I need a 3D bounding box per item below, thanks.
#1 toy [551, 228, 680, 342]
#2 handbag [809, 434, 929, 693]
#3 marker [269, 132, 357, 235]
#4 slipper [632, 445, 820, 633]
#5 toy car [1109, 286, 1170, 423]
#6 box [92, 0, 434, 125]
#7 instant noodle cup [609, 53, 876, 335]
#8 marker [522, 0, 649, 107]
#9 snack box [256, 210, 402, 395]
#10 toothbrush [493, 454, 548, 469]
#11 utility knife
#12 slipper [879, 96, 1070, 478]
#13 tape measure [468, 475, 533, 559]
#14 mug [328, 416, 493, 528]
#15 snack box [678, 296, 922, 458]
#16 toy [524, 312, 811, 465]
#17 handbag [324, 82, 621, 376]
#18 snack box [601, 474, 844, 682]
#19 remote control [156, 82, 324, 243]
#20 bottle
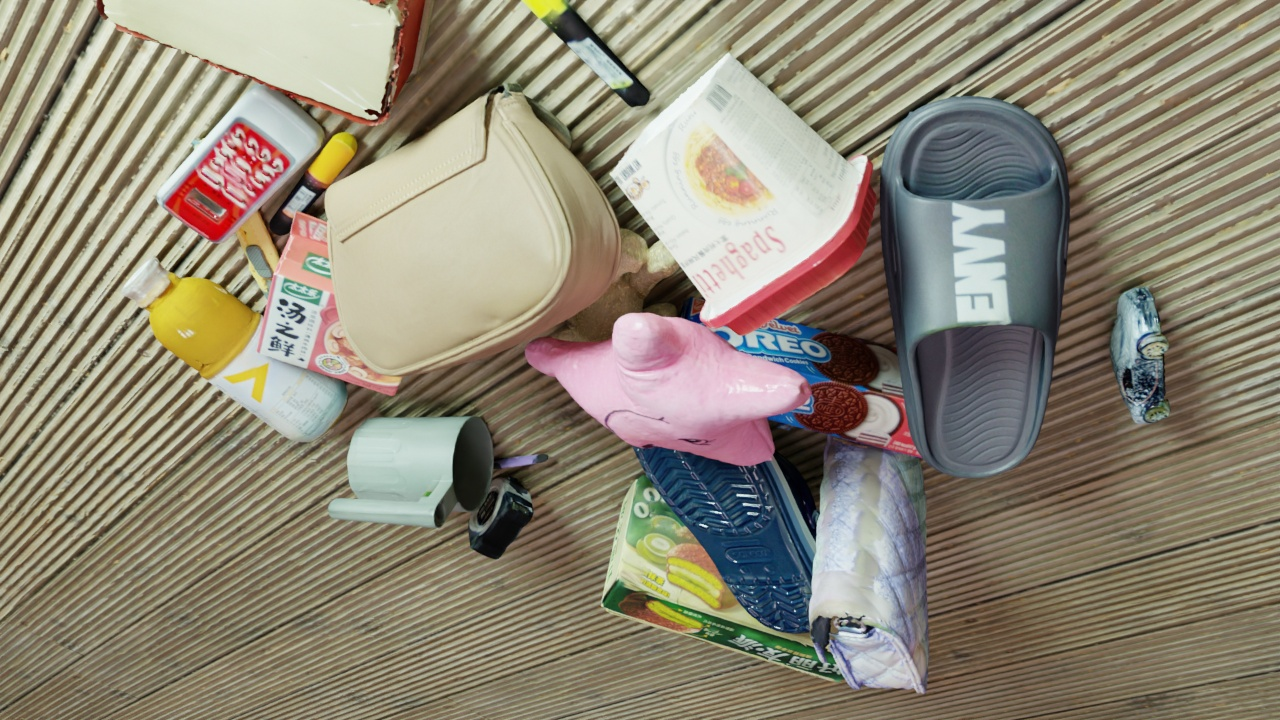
[{"bbox_3d":[-0.018,-0.038,0.646,0.105,0.066,0.158,7,148,-20],"label":"toy"},{"bbox_3d":[0.176,0.147,0.703,0.076,0.193,0.134,-7,134,24],"label":"handbag"},{"bbox_3d":[-0.232,-0.122,0.646,0.018,0.015,0.124,34,136,-26],"label":"marker"},{"bbox_3d":[0.089,0.108,0.748,0.105,0.095,0.253,-21,107,38],"label":"slipper"},{"bbox_3d":[0.333,-0.002,0.615,0.031,0.048,0.106,-10,132,20],"label":"toy car"},{"bbox_3d":[-0.208,-0.202,0.507,0.168,0.079,0.092,20,138,-9],"label":"box"},{"bbox_3d":[0.059,-0.100,0.539,0.124,0.116,0.117,45,129,-15],"label":"instant noodle cup"},{"bbox_3d":[-0.038,-0.191,0.528,0.018,0.015,0.124,-27,128,35],"label":"marker"},{"bbox_3d":[-0.224,-0.038,0.702,0.113,0.044,0.127,20,139,-16],"label":"snack box"},{"bbox_3d":[-0.170,0.104,0.872,0.189,0.014,0.017,-9,141,21],"label":"toothbrush"},{"bbox_3d":[-0.294,-0.101,0.686,0.031,0.018,0.152,-1,132,6],"label":"utility knife"},{"bbox_3d":[0.212,-0.025,0.562,0.111,0.083,0.268,-7,119,10],"label":"slipper"},{"bbox_3d":[-0.133,0.145,0.867,0.033,0.066,0.066,34,106,-26],"label":"tape measure"},{"bbox_3d":[-0.198,0.099,0.795,0.103,0.123,0.084,0,118,16],"label":"mug"},{"bbox_3d":[0.123,0.014,0.675,0.207,0.057,0.058,14,134,-2],"label":"snack box"},{"bbox_3d":[0.031,0.023,0.593,0.178,0.074,0.195,31,159,-27],"label":"toy"},{"bbox_3d":[-0.112,-0.076,0.596,0.205,0.099,0.148,-19,92,31],"label":"handbag"},{"bbox_3d":[0.091,0.199,0.837,0.240,0.114,0.063,18,138,-7],"label":"snack box"},{"bbox_3d":[-0.275,-0.132,0.629,0.136,0.020,0.056,-31,123,28],"label":"remote control"},{"bbox_3d":[-0.328,-0.008,0.749,0.068,0.067,0.189,-23,127,32],"label":"bottle"}]
